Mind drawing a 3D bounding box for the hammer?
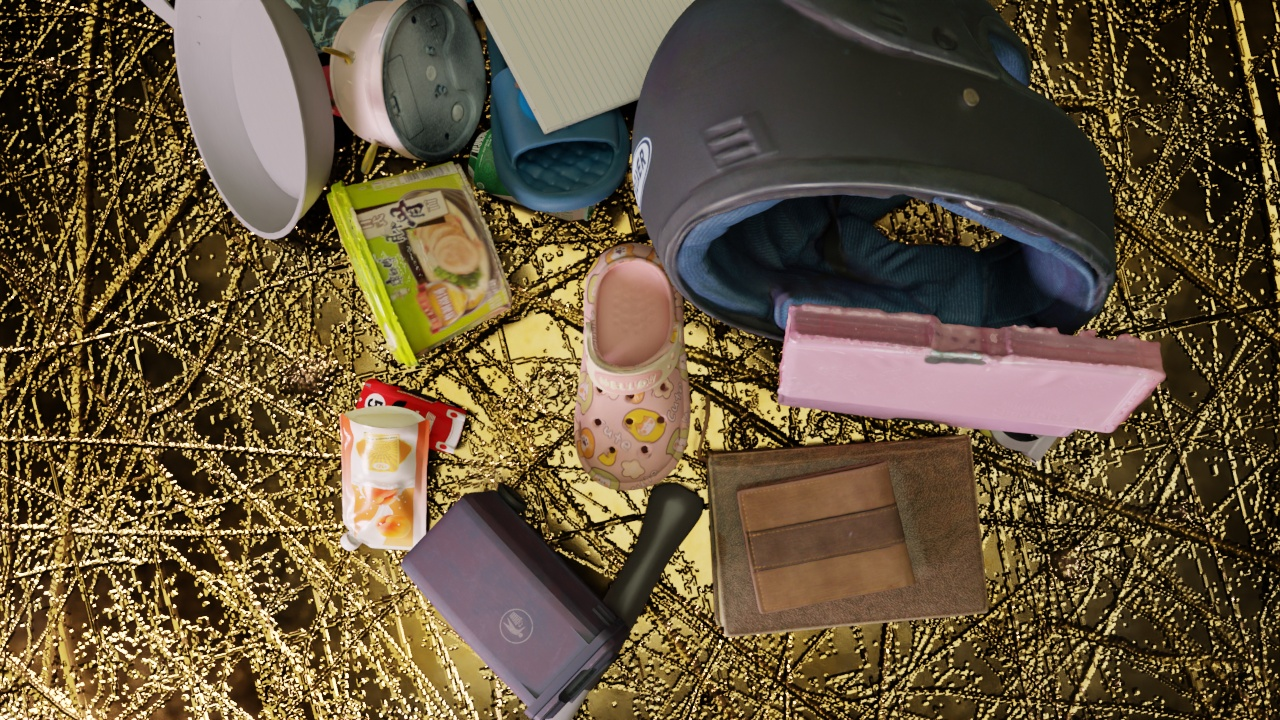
[{"bbox_3d":[-0.035,0.241,0.737,0.125,0.029,0.311,30,90,1],"label":"hammer"}]

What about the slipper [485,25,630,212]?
[{"bbox_3d":[-0.064,-0.204,0.692,0.103,0.059,0.213,-5,65,-14],"label":"slipper"}]

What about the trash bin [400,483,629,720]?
[{"bbox_3d":[-0.091,0.181,0.693,0.161,0.092,0.094,44,91,11],"label":"trash bin"}]

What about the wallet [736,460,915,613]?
[{"bbox_3d":[0.140,0.135,0.700,0.121,0.027,0.098,-13,90,1],"label":"wallet"}]

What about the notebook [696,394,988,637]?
[{"bbox_3d":[0.157,0.118,0.731,0.215,0.034,0.190,-5,90,0],"label":"notebook"}]

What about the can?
[{"bbox_3d":[-0.083,-0.147,0.725,0.101,0.053,0.053,19,90,1],"label":"can"}]

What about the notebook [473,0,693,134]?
[{"bbox_3d":[-0.010,-0.290,0.695,0.245,0.013,0.178,-28,90,-25],"label":"notebook"}]

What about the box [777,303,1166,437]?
[{"bbox_3d":[0.215,0.023,0.650,0.233,0.179,0.039,5,67,9],"label":"box"}]

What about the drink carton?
[{"bbox_3d":[-0.203,0.099,0.727,0.069,0.038,0.122,4,112,-5],"label":"drink carton"}]

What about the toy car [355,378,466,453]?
[{"bbox_3d":[-0.185,0.045,0.740,0.089,0.025,0.038,19,90,1],"label":"toy car"}]

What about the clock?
[{"bbox_3d":[-0.163,-0.220,0.687,0.059,0.117,0.157,12,45,25],"label":"clock"}]

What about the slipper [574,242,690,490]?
[{"bbox_3d":[-0.004,0.004,0.711,0.093,0.081,0.197,3,88,-1],"label":"slipper"}]

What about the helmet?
[{"bbox_3d":[0.154,-0.151,0.630,0.316,0.250,0.235,8,62,-2],"label":"helmet"}]

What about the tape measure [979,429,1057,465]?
[{"bbox_3d":[0.308,0.044,0.738,0.065,0.017,0.064,37,90,1],"label":"tape measure"}]

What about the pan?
[{"bbox_3d":[-0.339,-0.246,0.705,0.050,0.201,0.356,-24,64,-40],"label":"pan"}]

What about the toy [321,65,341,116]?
[{"bbox_3d":[-0.225,-0.215,0.730,0.102,0.065,0.050,-28,122,-3],"label":"toy"}]

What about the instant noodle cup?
[{"bbox_3d":[-0.161,-0.077,0.688,0.097,0.146,0.146,-22,90,-11],"label":"instant noodle cup"}]

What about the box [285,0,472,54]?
[{"bbox_3d":[-0.209,-0.346,0.720,0.243,0.071,0.170,-18,89,0],"label":"box"}]
